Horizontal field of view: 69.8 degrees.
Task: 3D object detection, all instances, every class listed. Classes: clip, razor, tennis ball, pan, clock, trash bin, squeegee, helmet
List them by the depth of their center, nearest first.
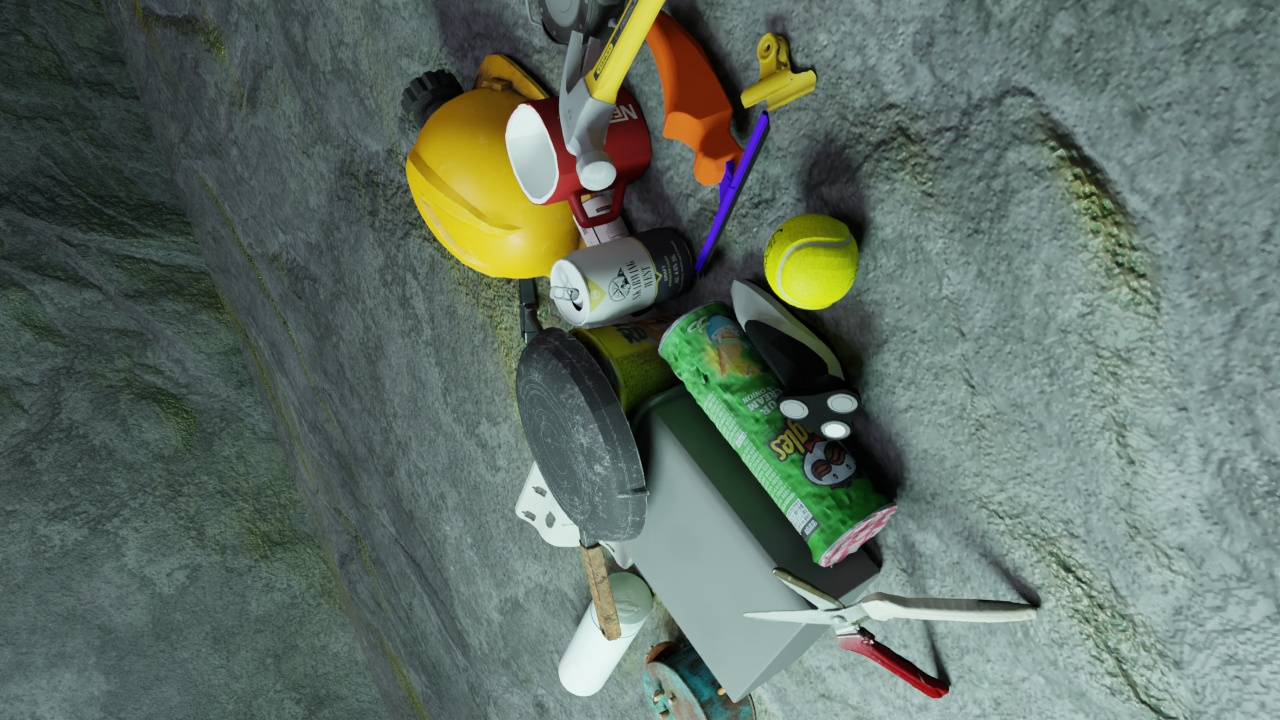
[{"bbox_3d":[0.119,-0.069,0.638,0.065,0.065,0.065,33,133,44],"label":"tennis ball"},{"bbox_3d":[0.092,-0.201,0.641,0.048,0.046,0.054,51,154,-18],"label":"clip"},{"bbox_3d":[0.041,-0.192,0.695,0.250,0.055,0.184,111,136,-73],"label":"squeegee"},{"bbox_3d":[0.112,-0.009,0.697,0.057,0.060,0.156,90,163,-47],"label":"razor"},{"bbox_3d":[-0.052,-0.314,0.776,0.123,0.043,0.091,20,123,51],"label":"clock"},{"bbox_3d":[0.073,0.155,0.806,0.220,0.097,0.192,51,144,25],"label":"trash bin"},{"bbox_3d":[-0.054,0.137,0.850,0.208,0.040,0.357,36,139,50],"label":"pan"},{"bbox_3d":[-0.166,-0.184,0.942,0.255,0.131,0.206,57,145,17],"label":"helmet"},{"bbox_3d":[-0.050,0.150,0.980,0.150,0.109,0.127,24,137,-1],"label":"clip"},{"bbox_3d":[0.046,0.365,0.985,0.158,0.073,0.121,5,112,56],"label":"clock"}]

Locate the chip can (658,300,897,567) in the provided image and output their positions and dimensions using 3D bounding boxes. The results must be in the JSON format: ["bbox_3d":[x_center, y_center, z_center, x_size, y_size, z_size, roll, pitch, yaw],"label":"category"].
[{"bbox_3d":[0.102,0.051,0.724,0.223,0.075,0.076,53,145,25],"label":"chip can"}]

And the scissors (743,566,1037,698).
[{"bbox_3d":[0.183,0.187,0.649,0.180,0.015,0.199,-30,121,35],"label":"scissors"}]

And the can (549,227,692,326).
[{"bbox_3d":[-0.020,-0.071,0.786,0.064,0.127,0.064,33,133,44],"label":"can"}]

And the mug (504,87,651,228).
[{"bbox_3d":[-0.048,-0.173,0.800,0.081,0.096,0.116,-28,84,58],"label":"mug"}]

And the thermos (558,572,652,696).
[{"bbox_3d":[-0.046,0.336,1.114,0.068,0.067,0.231,53,144,25],"label":"thermos"}]

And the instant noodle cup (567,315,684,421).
[{"bbox_3d":[-0.005,0.005,0.824,0.102,0.108,0.102,33,133,44],"label":"instant noodle cup"}]

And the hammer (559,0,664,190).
[{"bbox_3d":[0.020,-0.280,0.643,0.325,0.029,0.127,-54,41,39],"label":"hammer"}]

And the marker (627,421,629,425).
[{"bbox_3d":[-0.018,0.082,0.967,0.023,0.027,0.133,5,114,55],"label":"marker"}]

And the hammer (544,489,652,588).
[{"bbox_3d":[-0.026,0.187,1.033,0.319,0.032,0.130,45,140,33],"label":"hammer"}]

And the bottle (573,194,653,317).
[{"bbox_3d":[-0.022,-0.096,0.858,0.041,0.041,0.116,-38,75,57],"label":"bottle"}]

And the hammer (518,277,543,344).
[{"bbox_3d":[-0.079,0.006,0.933,0.324,0.015,0.095,-126,31,-54],"label":"hammer"}]
